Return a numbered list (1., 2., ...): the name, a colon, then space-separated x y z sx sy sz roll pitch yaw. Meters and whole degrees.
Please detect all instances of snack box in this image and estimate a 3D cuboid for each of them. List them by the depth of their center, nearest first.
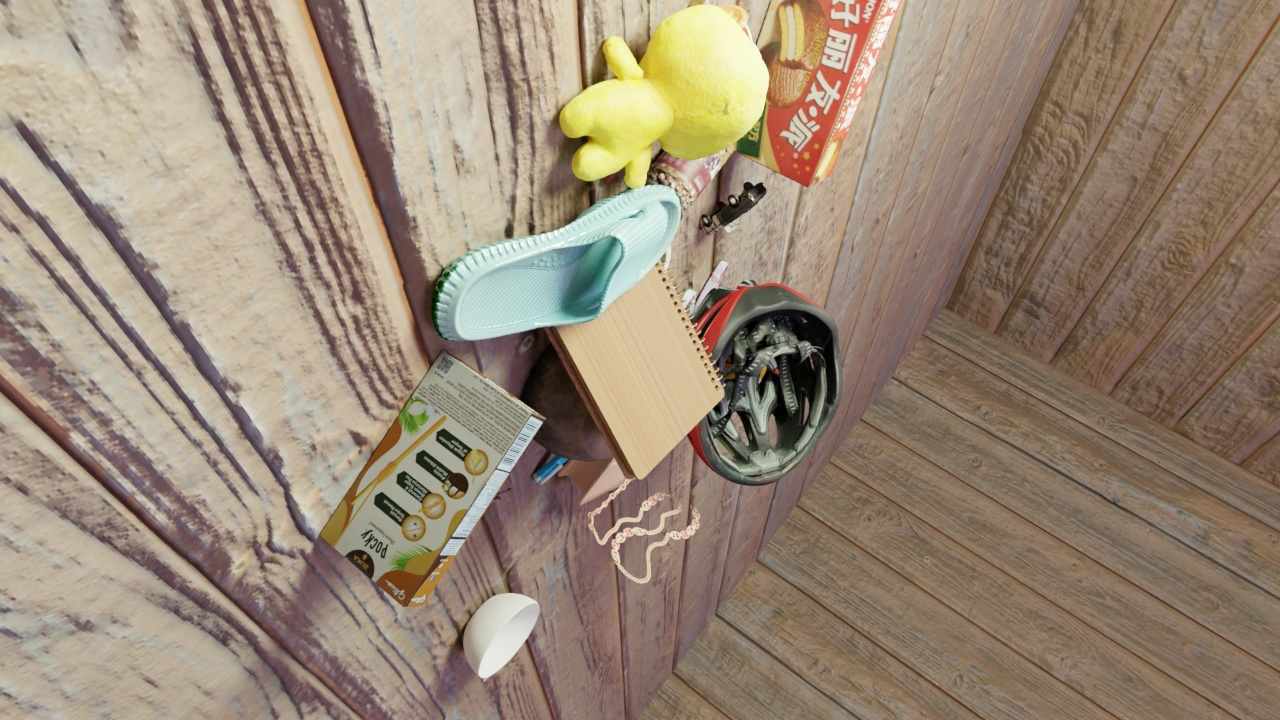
1. snack box: -0.174 0.098 0.767 0.186 0.101 0.031 -57 160 -2
2. snack box: 0.181 -0.312 0.959 0.060 0.113 0.237 -34 150 -48

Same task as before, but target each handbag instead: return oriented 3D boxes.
1. handbag: 0.020 0.148 1.154 0.117 0.187 0.198 -49 162 31

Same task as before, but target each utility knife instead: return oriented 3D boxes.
1. utility knife: -0.068 0.095 1.073 0.149 0.015 0.022 -40 157 5

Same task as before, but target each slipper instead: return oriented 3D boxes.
1. slipper: -0.053 -0.074 0.789 0.275 0.069 0.116 -25 146 -39

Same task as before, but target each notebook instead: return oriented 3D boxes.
1. notebook: -0.002 -0.014 0.917 0.168 0.022 0.210 -41 112 -38

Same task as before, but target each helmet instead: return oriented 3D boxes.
1. helmet: 0.145 0.029 1.171 0.217 0.167 0.272 -13 115 -20

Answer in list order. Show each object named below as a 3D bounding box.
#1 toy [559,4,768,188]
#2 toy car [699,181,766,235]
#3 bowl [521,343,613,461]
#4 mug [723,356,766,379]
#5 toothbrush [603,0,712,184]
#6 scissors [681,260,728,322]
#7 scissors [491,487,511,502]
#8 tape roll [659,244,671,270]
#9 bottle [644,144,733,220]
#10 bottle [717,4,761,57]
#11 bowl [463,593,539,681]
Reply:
1. toy: 0.027 -0.219 0.774 0.207 0.092 0.134 -24 136 -14
2. toy car: 0.110 -0.175 1.070 0.040 0.037 0.093 -43 -172 -38
3. bowl: -0.042 0.038 0.975 0.161 0.070 0.162 -31 139 -32
4. mug: 0.150 -0.036 1.322 0.094 0.100 0.123 67 44 -68
5. toothbrush: 0.012 -0.241 0.823 0.184 0.015 0.015 -60 157 10
6. scissors: 0.064 -0.060 1.192 0.170 0.013 0.175 -58 169 2
7. scissors: -0.189 0.158 0.948 0.120 0.014 0.160 -40 165 -10
8. tape roll: 0.000 -0.095 1.002 0.093 0.018 0.094 -47 158 -26
9. bottle: 0.041 -0.186 0.907 0.105 0.056 0.056 -53 159 -12
10. bottle: 0.083 -0.279 0.863 0.063 0.063 0.109 -50 156 -20
11. bowl: -0.185 0.342 1.172 0.114 0.050 0.115 -47 157 -27
